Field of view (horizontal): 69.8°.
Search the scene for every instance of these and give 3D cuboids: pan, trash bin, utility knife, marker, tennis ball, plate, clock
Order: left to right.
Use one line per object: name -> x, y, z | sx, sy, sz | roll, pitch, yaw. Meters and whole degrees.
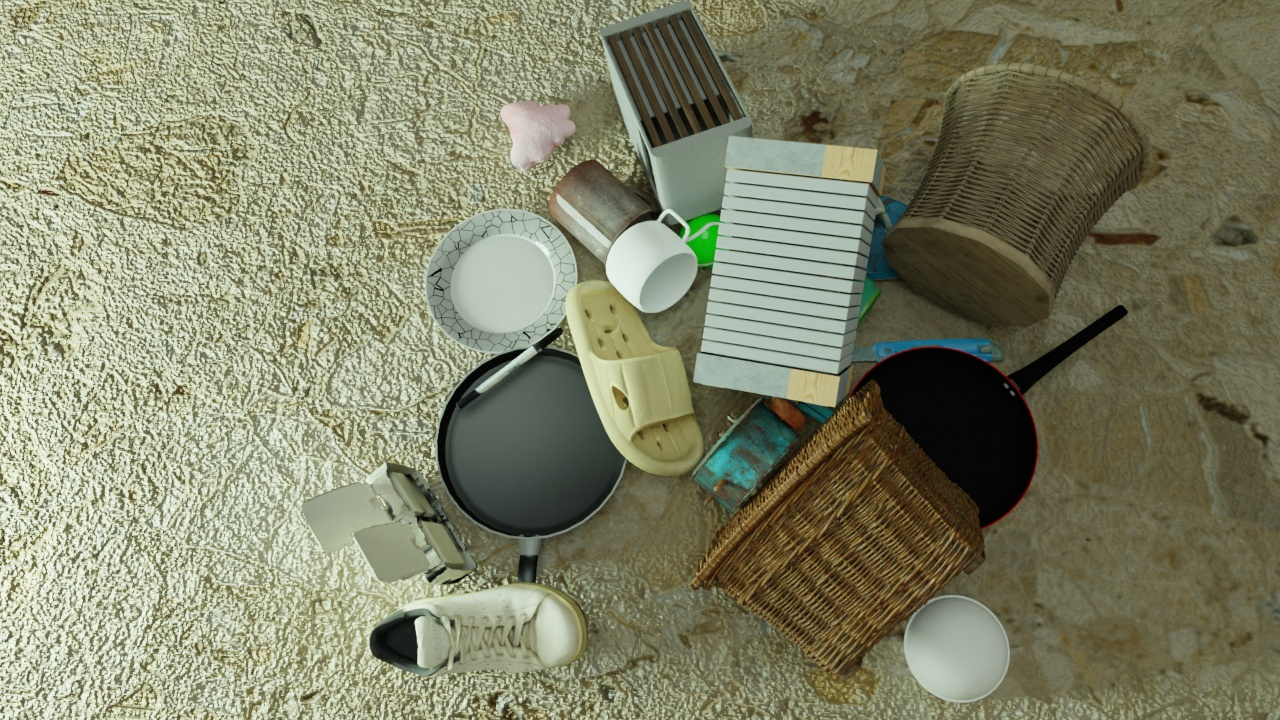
plate -> -0.171, -0.097, 1.132 | 0.188, 0.016, 0.188 | -1, 74, 4
marker -> -0.152, 0.008, 1.071 | 0.152, 0.011, 0.011 | -37, 75, -6
pan -> -0.124, 0.157, 1.047 | 0.225, 0.034, 0.355 | -1, 74, 5
trash bin -> 0.045, -0.296, 1.090 | 0.114, 0.114, 0.228 | -19, 58, -1
tennis ball -> 0.079, -0.144, 1.099 | 0.065, 0.065, 0.065 | -1, 74, 4
clock -> 0.123, 0.087, 1.004 | 0.073, 0.121, 0.157 | 42, 75, 10
trash bin -> 0.159, -0.091, 0.956 | 0.142, 0.142, 0.247 | 10, 97, 17
utility knife -> 0.201, 0.056, 1.026 | 0.118, 0.015, 0.022 | 36, 120, 50
utility knife -> 0.323, -0.009, 1.068 | 0.196, 0.015, 0.031 | -3, 69, 5
pan -> 0.386, 0.048, 1.018 | 0.356, 0.067, 0.209 | -34, 74, -5

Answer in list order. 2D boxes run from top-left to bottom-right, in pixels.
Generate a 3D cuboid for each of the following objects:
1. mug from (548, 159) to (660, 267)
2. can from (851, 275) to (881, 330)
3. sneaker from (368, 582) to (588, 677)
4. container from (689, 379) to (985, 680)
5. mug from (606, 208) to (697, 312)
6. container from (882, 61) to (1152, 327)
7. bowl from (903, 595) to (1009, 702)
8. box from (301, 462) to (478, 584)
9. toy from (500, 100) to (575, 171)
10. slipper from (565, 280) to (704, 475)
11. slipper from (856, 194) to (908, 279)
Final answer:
mug -> -0.035, -0.185, 1.116 | 0.110, 0.096, 0.122 | 46, 51, 11
can -> 0.197, -0.089, 1.064 | 0.144, 0.083, 0.083 | 34, 79, 13
sneaker -> -0.177, 0.282, 0.951 | 0.242, 0.102, 0.089 | -8, 80, 21
container -> 0.208, 0.175, 0.917 | 0.183, 0.162, 0.250 | 43, 108, 6
mug -> 0.017, -0.118, 1.063 | 0.068, 0.094, 0.116 | 47, 119, 30
container -> 0.396, -0.169, 0.996 | 0.227, 0.227, 0.196 | 29, 80, 12
bowl -> 0.337, 0.302, 0.963 | 0.110, 0.040, 0.109 | -1, 74, 4
box -> -0.260, 0.180, 0.983 | 0.066, 0.185, 0.145 | -43, 70, 20
toy -> -0.131, -0.295, 1.167 | 0.093, 0.050, 0.102 | -19, 70, 3
slipper -> -0.006, 0.006, 1.040 | 0.111, 0.079, 0.261 | -14, 66, -30
slipper -> 0.211, -0.186, 1.105 | 0.295, 0.060, 0.118 | 28, 81, 12
